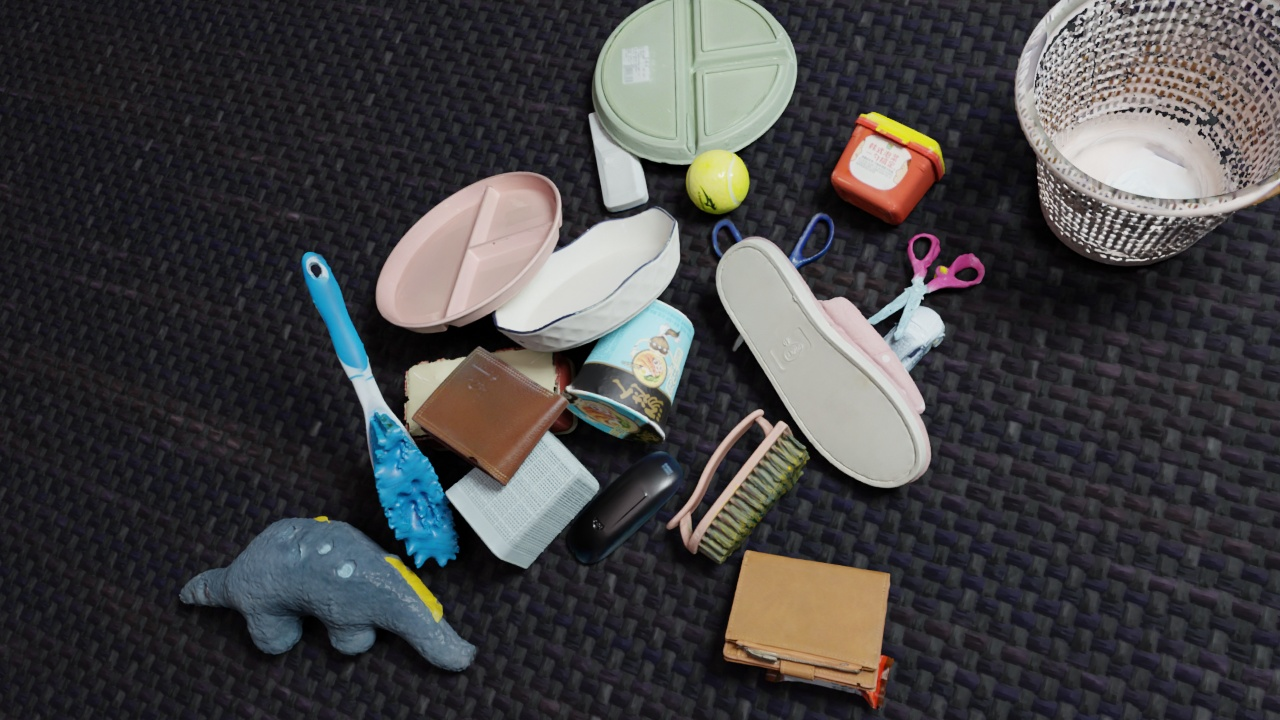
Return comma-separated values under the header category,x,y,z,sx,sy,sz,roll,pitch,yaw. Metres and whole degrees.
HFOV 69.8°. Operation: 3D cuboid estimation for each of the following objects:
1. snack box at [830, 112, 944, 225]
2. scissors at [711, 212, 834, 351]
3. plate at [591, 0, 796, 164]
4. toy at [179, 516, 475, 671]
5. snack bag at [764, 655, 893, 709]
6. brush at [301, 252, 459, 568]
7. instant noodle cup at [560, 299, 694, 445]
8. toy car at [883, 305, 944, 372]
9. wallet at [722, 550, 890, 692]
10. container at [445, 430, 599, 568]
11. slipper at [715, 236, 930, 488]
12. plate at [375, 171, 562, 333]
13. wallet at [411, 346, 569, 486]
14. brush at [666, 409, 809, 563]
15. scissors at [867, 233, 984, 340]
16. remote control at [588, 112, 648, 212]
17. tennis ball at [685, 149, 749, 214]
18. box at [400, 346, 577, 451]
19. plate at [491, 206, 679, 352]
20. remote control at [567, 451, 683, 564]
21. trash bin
category,x,y,z,sx,sy,sz,roll,pitch,yaw
snack box,0.239,-0.186,0.897,0.091,0.082,0.080,35,95,24
scissors,0.135,-0.087,0.931,0.162,0.012,0.175,-38,67,1
plate,0.056,-0.319,1.010,0.230,0.027,0.229,-4,66,9
toy,-0.331,0.229,0.932,0.357,0.091,0.138,3,101,19
snack bag,0.163,0.269,0.798,0.104,0.026,0.048,11,67,20
brush,-0.253,0.052,0.879,0.060,0.315,0.109,-23,26,-17
instant noodle cup,-0.005,0.005,0.896,0.111,0.111,0.120,17,71,21
toy car,0.246,-0.014,0.863,0.090,0.034,0.043,-44,63,-3
wallet,0.146,0.224,0.801,0.132,0.031,0.107,5,51,18
container,-0.110,0.128,0.893,0.111,0.090,0.090,-44,67,-4
slipper,0.169,-0.003,0.850,0.274,0.054,0.114,53,134,17
plate,-0.181,-0.116,0.982,0.230,0.028,0.229,-18,44,18
wallet,-0.142,0.049,0.874,0.124,0.032,0.101,29,72,28
brush,0.090,0.118,0.850,0.073,0.063,0.145,39,88,20
scissors,0.258,-0.074,0.870,0.137,0.017,0.093,-32,64,-15
remote control,-0.025,-0.226,1.017,0.049,0.024,0.124,-15,68,10
tennis ball,0.080,-0.185,0.950,0.065,0.065,0.065,-5,71,15
box,-0.157,0.035,0.943,0.168,0.077,0.091,-9,70,13
plate,-0.049,-0.077,0.911,0.205,0.045,0.204,-26,25,13
remote control,-0.017,0.142,0.894,0.136,0.024,0.053,-43,67,0
trash bin,0.429,-0.184,0.775,0.228,0.192,0.227,-5,71,15
